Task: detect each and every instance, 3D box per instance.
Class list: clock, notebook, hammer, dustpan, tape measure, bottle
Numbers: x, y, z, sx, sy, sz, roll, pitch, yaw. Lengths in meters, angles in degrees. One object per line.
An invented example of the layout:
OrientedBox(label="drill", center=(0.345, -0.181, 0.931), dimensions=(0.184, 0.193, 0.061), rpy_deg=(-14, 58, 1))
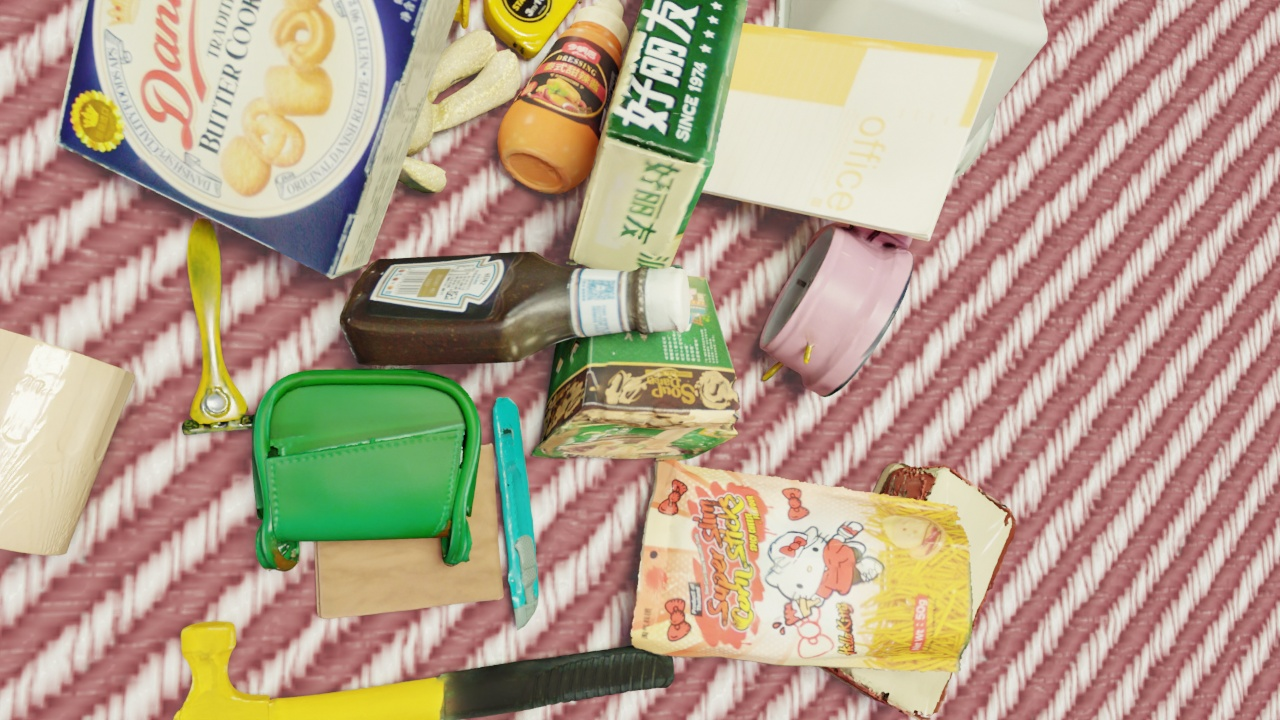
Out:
OrientedBox(label="clock", center=(0.142, -0.054, 0.648), dimensions=(0.060, 0.117, 0.158), rpy_deg=(30, 77, -2))
OrientedBox(label="notebook", center=(0.121, -0.166, 0.635), dimensions=(0.206, 0.010, 0.145), rpy_deg=(18, 75, 26))
OrientedBox(label="hammer", center=(-0.123, 0.211, 0.572), dimensions=(0.300, 0.033, 0.128), rpy_deg=(-3, 86, -19))
OrientedBox(label="dustpan", center=(0.203, -0.274, 0.745), dimensions=(0.222, 0.143, 0.257), rpy_deg=(10, 52, -18))
OrientedBox(label="tape measure", center=(-0.080, -0.244, 0.633), dimensions=(0.057, 0.029, 0.060), rpy_deg=(36, 75, -13))
OrientedBox(label="bottle", center=(-0.044, -0.188, 0.626), dimensions=(0.066, 0.067, 0.149), rpy_deg=(26, 70, -15))
OrientedBox(label="bottle", center=(-0.070, -0.032, 0.530), dimensions=(0.195, 0.044, 0.079), rpy_deg=(-1, 40, 11))

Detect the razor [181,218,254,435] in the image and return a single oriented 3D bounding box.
OrientedBox(label="razor", center=(-0.259, -0.023, 0.553), dimensions=(0.043, 0.028, 0.132), rpy_deg=(-6, 85, -16))

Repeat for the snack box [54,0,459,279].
OrientedBox(label="snack box", center=(-0.212, -0.164, 0.504), dimensions=(0.182, 0.045, 0.178), rpy_deg=(25, 108, 1))

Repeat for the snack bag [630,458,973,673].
OrientedBox(label="snack bag", center=(0.103, 0.137, 0.600), dimensions=(0.208, 0.073, 0.128), rpy_deg=(6, 72, 6))

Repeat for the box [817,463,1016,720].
OrientedBox(label="box", center=(0.197, 0.162, 0.662), dimensions=(0.091, 0.081, 0.168), rpy_deg=(34, 74, -13))

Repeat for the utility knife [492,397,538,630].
OrientedBox(label="utility knife", center=(-0.081, 0.099, 0.603), dimensions=(0.029, 0.013, 0.151), rpy_deg=(-3, 85, -59))

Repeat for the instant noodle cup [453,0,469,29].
OrientedBox(label="instant noodle cup", center=(-0.161, -0.278, 0.559), dimensions=(0.109, 0.138, 0.138), rpy_deg=(-1, 85, -11))

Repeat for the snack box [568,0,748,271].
OrientedBox(label="snack box", center=(0.018, -0.174, 0.571), dimensions=(0.063, 0.115, 0.239), rpy_deg=(17, 56, -5))

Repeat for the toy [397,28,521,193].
OrientedBox(label="toy", center=(-0.147, -0.160, 0.582), dimensions=(0.157, 0.066, 0.105), rpy_deg=(-36, 94, -22))

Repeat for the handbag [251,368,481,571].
OrientedBox(label="handbag", center=(-0.162, 0.063, 0.545), dimensions=(0.131, 0.068, 0.120), rpy_deg=(2, 84, -14))

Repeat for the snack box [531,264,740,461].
OrientedBox(label="snack box", center=(-0.004, 0.004, 0.601), dimensions=(0.118, 0.118, 0.105), rpy_deg=(5, 70, -20))

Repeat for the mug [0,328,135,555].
OrientedBox(label="mug", center=(-0.350, 0.038, 0.493), dimensions=(0.125, 0.084, 0.103), rpy_deg=(15, 77, 10))

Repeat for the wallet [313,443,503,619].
OrientedBox(label="wallet", center=(-0.147, 0.107, 0.582), dimensions=(0.115, 0.020, 0.101), rpy_deg=(-4, 83, -17))
